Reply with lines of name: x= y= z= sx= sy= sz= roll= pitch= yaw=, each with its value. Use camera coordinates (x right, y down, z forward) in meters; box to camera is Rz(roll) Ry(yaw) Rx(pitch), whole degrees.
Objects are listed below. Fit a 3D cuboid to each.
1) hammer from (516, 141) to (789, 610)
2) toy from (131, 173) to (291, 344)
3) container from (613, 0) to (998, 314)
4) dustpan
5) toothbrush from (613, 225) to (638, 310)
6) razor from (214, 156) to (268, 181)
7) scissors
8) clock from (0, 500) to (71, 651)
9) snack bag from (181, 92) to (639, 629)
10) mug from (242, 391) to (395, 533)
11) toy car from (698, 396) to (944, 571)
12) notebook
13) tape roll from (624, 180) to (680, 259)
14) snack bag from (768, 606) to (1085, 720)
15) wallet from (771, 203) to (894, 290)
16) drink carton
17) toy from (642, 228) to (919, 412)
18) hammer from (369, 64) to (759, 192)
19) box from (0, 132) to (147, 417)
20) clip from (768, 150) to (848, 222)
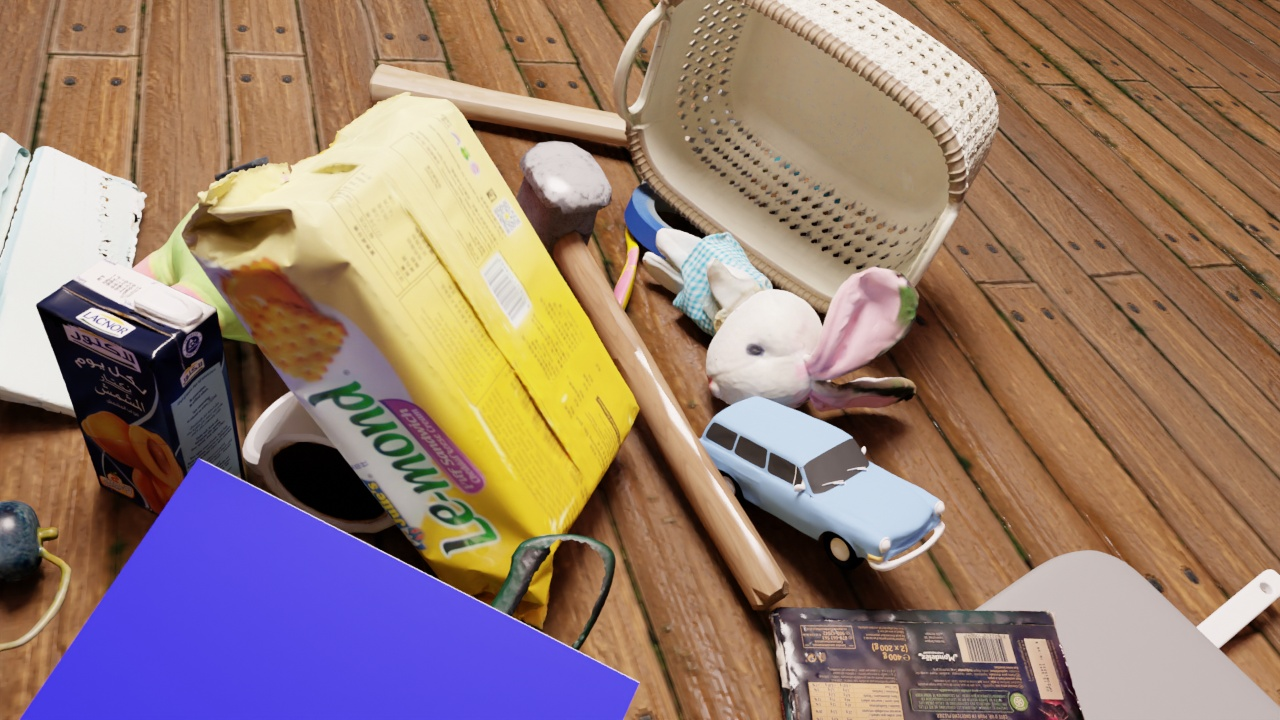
hammer: x=-0.003 y=0.003 z=0.559 sx=0.052 sy=0.098 sz=0.328 roll=-12 pitch=57 yaw=-30
toy: x=-0.184 y=-0.065 z=0.551 sx=0.236 sy=0.097 sz=0.192 roll=-16 pitch=31 yaw=-33
container: x=0.118 y=-0.158 z=0.633 sx=0.246 sy=0.185 sz=0.142 roll=39 pitch=52 yaw=13
dustpan: x=0.286 y=0.175 z=0.505 sx=0.257 sy=0.033 sz=0.163 roll=-24 pitch=56 yaw=-23
toothbrush: x=-0.007 y=-0.074 z=0.672 sx=0.016 sy=0.021 sz=0.135 roll=10 pitch=41 yaw=-3
razor: x=-0.287 y=-0.083 z=0.601 sx=0.042 sy=0.022 sz=0.143 roll=-12 pitch=42 yaw=25
scissors: x=-0.097 y=0.125 z=0.386 sx=0.204 sy=0.015 sz=0.201 roll=-27 pitch=74 yaw=-12
clock: x=-0.315 y=0.096 z=0.391 sx=0.129 sy=0.052 sz=0.090 roll=13 pitch=44 yaw=-10
snack bag: x=-0.087 y=-0.008 z=0.455 sx=0.068 sy=0.247 sz=0.159 roll=-18 pitch=25 yaw=29
mug: x=-0.159 y=0.034 z=0.489 sx=0.105 sy=0.073 sz=0.089 roll=-2 pitch=41 yaw=18
toy car: x=0.095 y=0.064 z=0.514 sx=0.056 sy=0.055 sz=0.153 roll=-22 pitch=31 yaw=-33
notebook: x=-0.131 y=0.158 z=0.354 sx=0.209 sy=0.022 sz=0.171 roll=24 pitch=70 yaw=8
tape roll: x=0.034 y=-0.104 z=0.702 sx=0.091 sy=0.016 sz=0.092 roll=24 pitch=36 yaw=-5
snack bag: x=0.145 y=0.162 z=0.467 sx=0.155 sy=0.018 sz=0.074 roll=2 pitch=50 yaw=-3
wallet: x=0.148 y=-0.077 z=0.716 sx=0.120 sy=0.031 sz=0.099 roll=24 pitch=41 yaw=10
drink carton: x=-0.231 y=0.019 z=0.433 sx=0.064 sy=0.130 sz=0.040 roll=23 pitch=45 yaw=8
toy: x=0.069 y=-0.026 z=0.599 sx=0.205 sy=0.131 sz=0.105 roll=34 pitch=65 yaw=32
hammer: x=-0.061 y=-0.201 z=0.767 sx=0.323 sy=0.051 sz=0.117 roll=10 pitch=47 yaw=-3
box: x=-0.365 y=-0.046 z=0.526 sx=0.125 sy=0.075 sz=0.197 roll=14 pitch=43 yaw=-32
clip: x=0.161 y=-0.150 z=0.778 sx=0.113 sy=0.028 sz=0.126 roll=15 pitch=31 yaw=4
